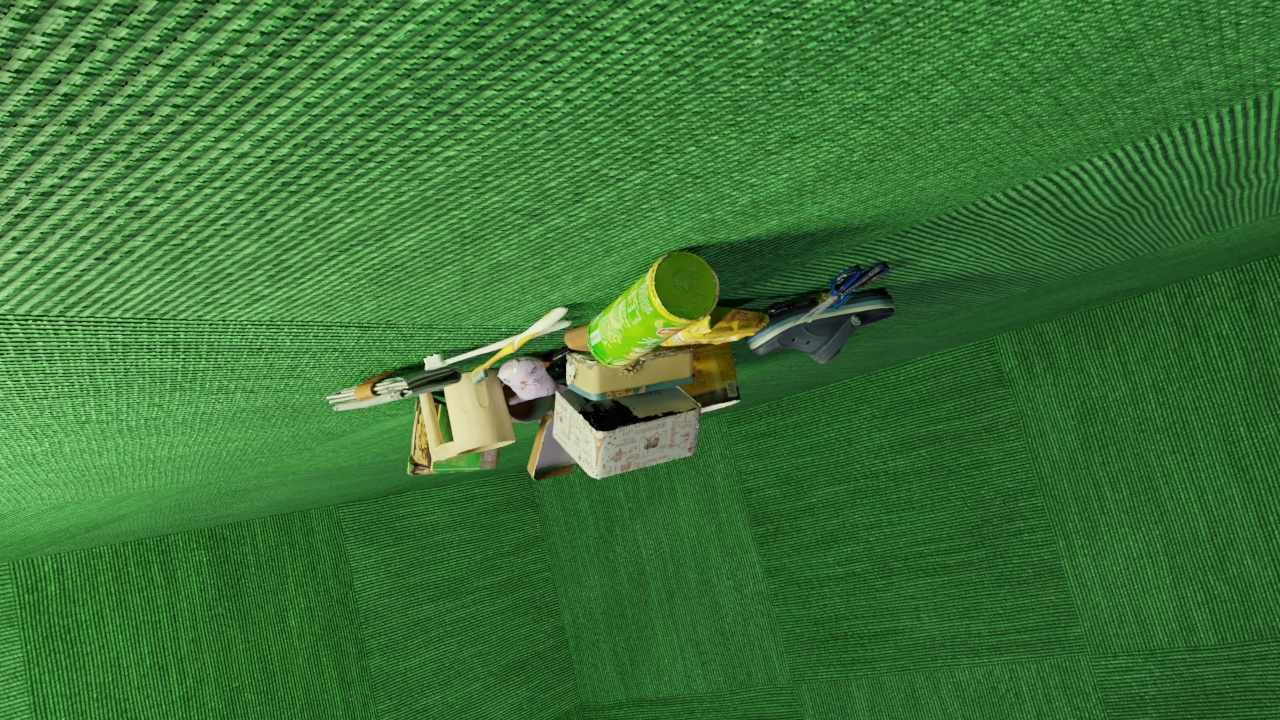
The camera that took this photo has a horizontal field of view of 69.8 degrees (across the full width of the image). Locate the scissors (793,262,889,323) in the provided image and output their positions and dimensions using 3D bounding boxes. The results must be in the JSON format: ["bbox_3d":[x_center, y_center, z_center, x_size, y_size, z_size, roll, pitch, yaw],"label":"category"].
[{"bbox_3d":[0.257,-0.088,1.237,0.171,0.012,0.140,-28,161,26],"label":"scissors"}]

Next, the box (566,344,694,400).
[{"bbox_3d":[-0.008,0.007,1.268,0.184,0.059,0.090,-7,-163,-28],"label":"box"}]

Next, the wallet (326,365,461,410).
[{"bbox_3d":[-0.299,0.031,1.109,0.130,0.037,0.106,-12,180,28],"label":"wallet"}]

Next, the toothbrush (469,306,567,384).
[{"bbox_3d":[-0.141,-0.015,1.045,0.016,0.018,0.192,3,154,-44],"label":"toothbrush"}]

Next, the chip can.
[{"bbox_3d":[0.006,-0.047,0.964,0.072,0.072,0.222,-11,172,-23],"label":"chip can"}]

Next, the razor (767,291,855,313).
[{"bbox_3d":[0.233,-0.082,1.280,0.142,0.022,0.043,-10,157,-29],"label":"razor"}]

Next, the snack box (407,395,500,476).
[{"bbox_3d":[-0.269,0.115,1.354,0.106,0.118,0.117,4,175,8],"label":"snack box"}]

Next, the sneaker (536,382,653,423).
[{"bbox_3d":[-0.070,0.068,1.465,0.242,0.089,0.091,11,134,3],"label":"sneaker"}]

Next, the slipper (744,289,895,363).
[{"bbox_3d":[0.274,-0.042,1.392,0.252,0.095,0.105,-15,170,-19],"label":"slipper"}]

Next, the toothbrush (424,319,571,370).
[{"bbox_3d":[-0.166,-0.021,1.065,0.180,0.016,0.016,-17,174,5],"label":"toothbrush"}]

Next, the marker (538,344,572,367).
[{"bbox_3d":[-0.118,-0.005,1.244,0.018,0.015,0.124,-11,172,-35],"label":"marker"}]

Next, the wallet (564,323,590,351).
[{"bbox_3d":[-0.013,-0.039,1.134,0.132,0.031,0.107,-16,170,24],"label":"wallet"}]

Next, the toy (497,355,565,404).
[{"bbox_3d":[-0.156,0.026,1.251,0.084,0.039,0.108,-18,153,5],"label":"toy"}]

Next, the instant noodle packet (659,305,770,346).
[{"bbox_3d":[0.091,-0.046,1.218,0.128,0.044,0.111,-3,168,-44],"label":"instant noodle packet"}]

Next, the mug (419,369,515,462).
[{"bbox_3d":[-0.243,0.077,1.277,0.125,0.103,0.084,-16,172,13],"label":"mug"}]

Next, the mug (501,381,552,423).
[{"bbox_3d":[-0.185,0.059,1.379,0.078,0.078,0.123,-11,176,-21],"label":"mug"}]

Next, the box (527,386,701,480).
[{"bbox_3d":[-0.035,0.124,1.313,0.179,0.156,0.227,-9,136,-33],"label":"box"}]

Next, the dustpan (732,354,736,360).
[{"bbox_3d":[0.040,0.015,1.675,0.223,0.139,0.272,-19,-161,18],"label":"dustpan"}]

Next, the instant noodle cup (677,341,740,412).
[{"bbox_3d":[0.097,0.019,1.421,0.118,0.114,0.118,-14,172,-2],"label":"instant noodle cup"}]

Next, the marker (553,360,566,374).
[{"bbox_3d":[-0.105,0.015,1.387,0.023,0.018,0.130,-1,174,11],"label":"marker"}]
